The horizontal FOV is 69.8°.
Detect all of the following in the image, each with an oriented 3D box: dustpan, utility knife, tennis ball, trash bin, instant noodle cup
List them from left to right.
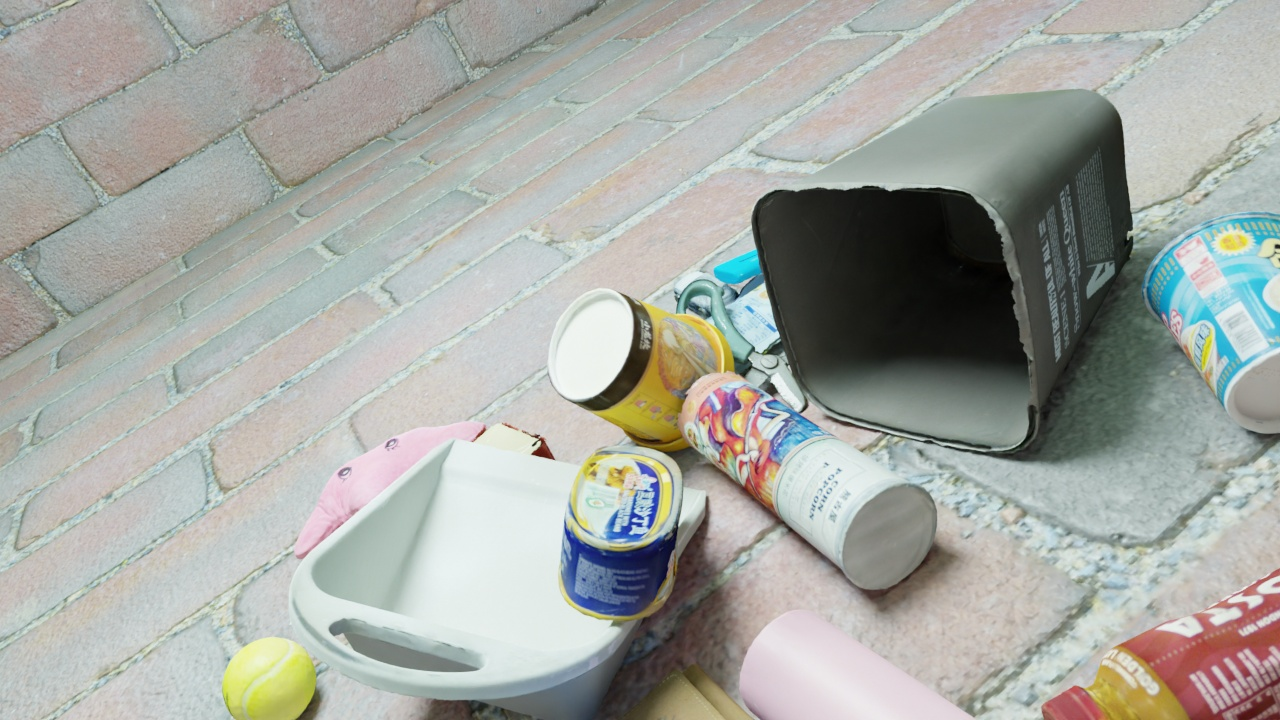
[{"bbox_3d":[-0.277,0.241,0.686,0.065,0.065,0.065,-20,30,12],"label":"tennis ball"},{"bbox_3d":[-0.091,0.122,0.592,0.223,0.143,0.257,10,47,13],"label":"dustpan"},{"bbox_3d":[-0.004,0.004,0.744,0.119,0.114,0.118,-19,61,37],"label":"instant noodle cup"},{"bbox_3d":[0.155,-0.116,0.894,0.178,0.018,0.034,-26,29,-14],"label":"utility knife"},{"bbox_3d":[0.234,-0.080,0.665,0.219,0.199,0.199,-37,31,-31],"label":"trash bin"},{"bbox_3d":[0.370,-0.019,0.549,0.099,0.099,0.109,-15,38,21],"label":"instant noodle cup"}]

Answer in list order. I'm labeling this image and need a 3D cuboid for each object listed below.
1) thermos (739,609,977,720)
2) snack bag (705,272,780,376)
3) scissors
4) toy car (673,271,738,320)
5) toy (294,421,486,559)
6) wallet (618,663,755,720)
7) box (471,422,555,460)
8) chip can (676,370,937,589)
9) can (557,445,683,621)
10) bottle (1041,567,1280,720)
[{"bbox_3d":[0.136,0.181,0.430,0.199,0.067,0.087,21,87,55],"label":"thermos"},{"bbox_3d":[0.105,-0.038,0.846,0.190,0.039,0.110,-35,28,-18],"label":"snack bag"},{"bbox_3d":[0.122,-0.030,0.794,0.179,0.019,0.170,-25,52,-11],"label":"scissors"},{"bbox_3d":[0.065,-0.070,0.934,0.043,0.034,0.090,-36,29,-9],"label":"toy car"},{"bbox_3d":[-0.222,0.110,0.827,0.194,0.074,0.178,-33,7,-7],"label":"toy"},{"bbox_3d":[0.030,0.224,0.500,0.090,0.033,0.115,-38,27,-15],"label":"wallet"},{"bbox_3d":[-0.148,0.124,0.755,0.168,0.077,0.091,-43,33,-27],"label":"box"},{"bbox_3d":[0.105,0.073,0.636,0.071,0.071,0.215,-34,29,-11],"label":"chip can"},{"bbox_3d":[-0.011,0.103,0.579,0.074,0.049,0.148,7,17,4],"label":"can"},{"bbox_3d":[0.270,0.136,0.412,0.175,0.057,0.057,-26,29,2],"label":"bottle"}]
